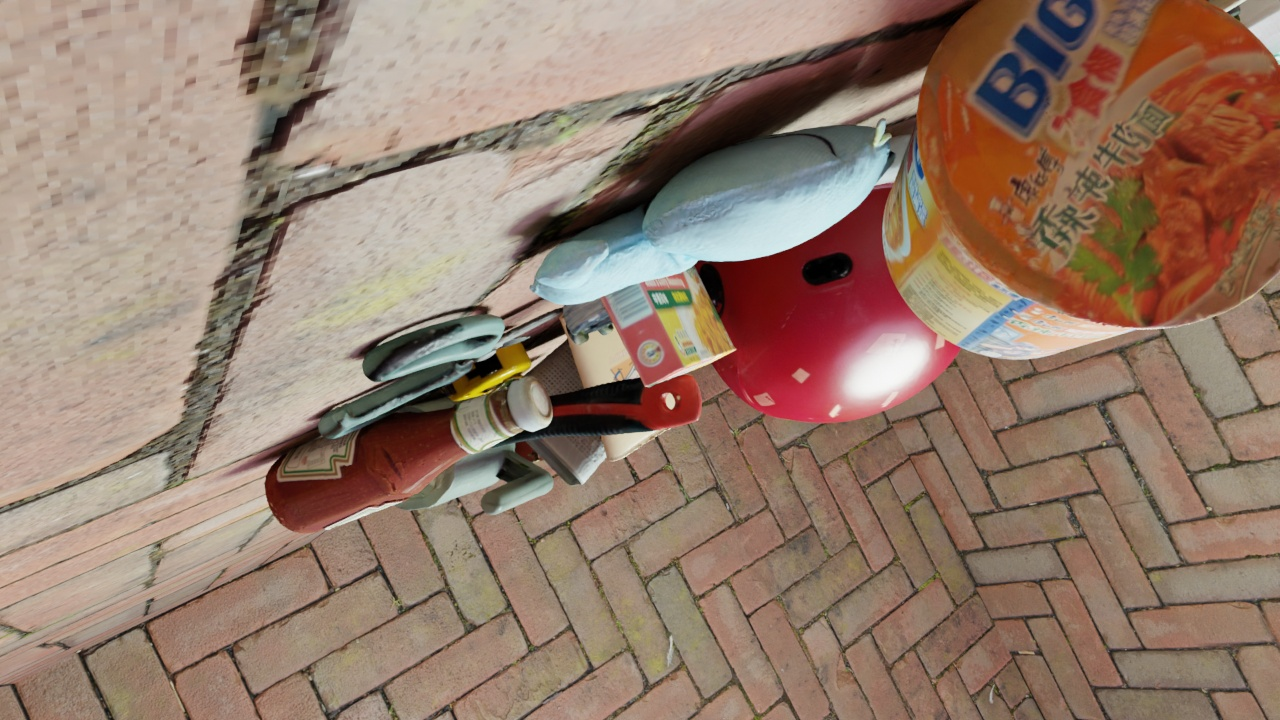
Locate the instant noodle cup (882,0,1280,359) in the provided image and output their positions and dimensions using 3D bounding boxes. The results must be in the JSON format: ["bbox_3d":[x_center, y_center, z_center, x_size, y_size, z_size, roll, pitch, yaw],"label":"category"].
[{"bbox_3d":[0.179,-0.071,0.398,0.151,0.151,0.111,-26,168,-7],"label":"instant noodle cup"}]

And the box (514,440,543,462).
[{"bbox_3d":[-0.137,0.078,0.834,0.169,0.079,0.091,-18,180,29],"label":"box"}]

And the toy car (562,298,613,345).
[{"bbox_3d":[-0.020,-0.035,0.568,0.043,0.034,0.090,-30,178,17],"label":"toy car"}]

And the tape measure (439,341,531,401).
[{"bbox_3d":[-0.105,0.010,0.650,0.057,0.029,0.060,-28,177,14],"label":"tape measure"}]

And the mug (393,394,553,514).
[{"bbox_3d":[-0.139,0.078,0.719,0.084,0.124,0.103,-66,166,9],"label":"mug"}]

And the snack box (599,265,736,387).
[{"bbox_3d":[0.016,-0.030,0.540,0.027,0.077,0.155,-27,177,16],"label":"snack box"}]

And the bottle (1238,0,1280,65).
[{"bbox_3d":[0.450,-0.242,0.667,0.068,0.068,0.197,-24,174,-45],"label":"bottle"}]

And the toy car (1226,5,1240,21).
[{"bbox_3d":[0.366,-0.217,0.647,0.053,0.045,0.120,-28,169,-6],"label":"toy car"}]

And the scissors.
[{"bbox_3d":[-0.129,0.007,0.523,0.174,0.019,0.170,-26,176,10],"label":"scissors"}]

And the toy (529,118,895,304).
[{"bbox_3d":[0.035,-0.064,0.394,0.161,0.050,0.157,-23,-174,-35],"label":"toy"}]

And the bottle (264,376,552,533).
[{"bbox_3d":[-0.153,0.060,0.609,0.206,0.060,0.059,-21,179,18],"label":"bottle"}]

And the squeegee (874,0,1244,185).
[{"bbox_3d":[0.185,-0.127,0.505,0.246,0.039,0.247,-20,179,-11],"label":"squeegee"}]

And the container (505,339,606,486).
[{"bbox_3d":[-0.041,0.026,0.716,0.114,0.090,0.090,-44,-177,-13],"label":"container"}]

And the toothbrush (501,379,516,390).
[{"bbox_3d":[-0.123,0.023,0.856,0.015,0.018,0.181,-29,178,-2],"label":"toothbrush"}]

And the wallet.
[{"bbox_3d":[-0.004,0.004,0.657,0.087,0.115,0.024,-30,-156,-28],"label":"wallet"}]

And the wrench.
[{"bbox_3d":[-0.086,0.046,0.615,0.274,0.056,0.016,-13,175,24],"label":"wrench"}]

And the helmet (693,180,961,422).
[{"bbox_3d":[0.144,-0.030,0.651,0.207,0.144,0.240,-9,173,-7],"label":"helmet"}]
